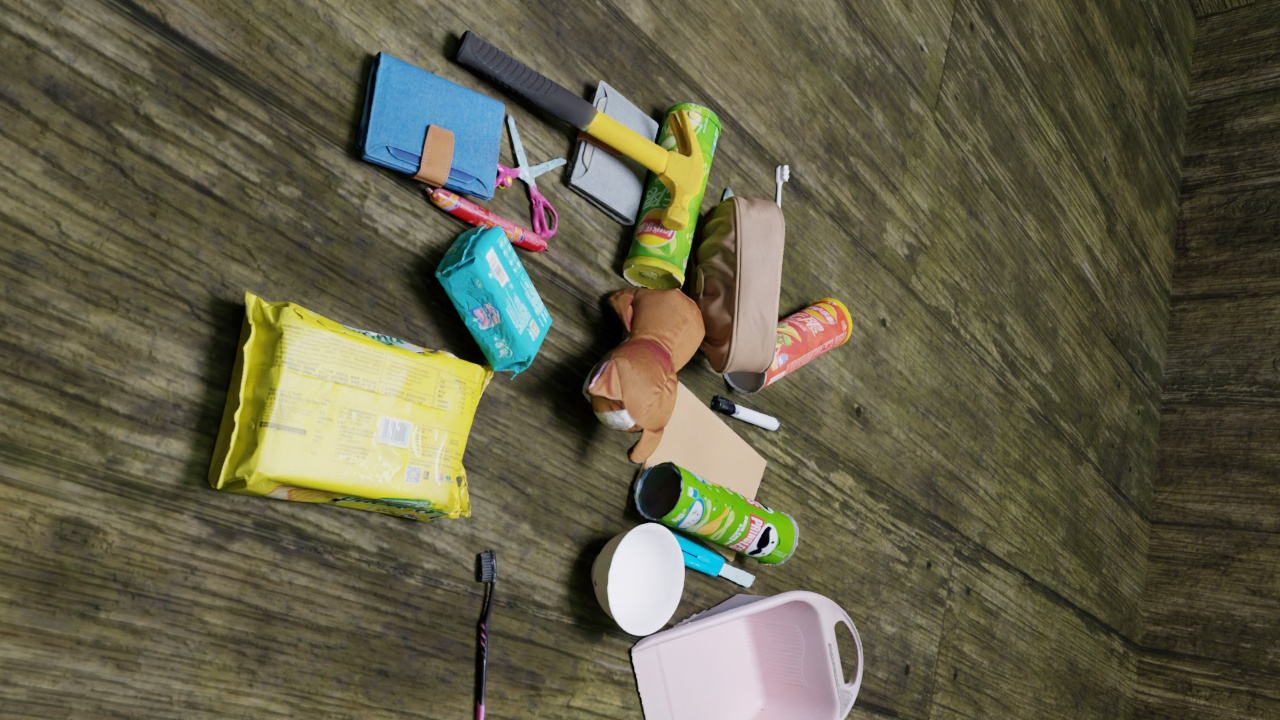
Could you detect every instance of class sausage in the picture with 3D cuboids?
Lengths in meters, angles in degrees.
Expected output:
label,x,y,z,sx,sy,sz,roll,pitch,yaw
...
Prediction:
label,x,y,z,sx,sy,sz,roll,pitch,yaw
sausage,-0.150,-0.138,0.913,0.155,0.020,0.020,22,73,-43

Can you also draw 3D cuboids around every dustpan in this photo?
label,x,y,z,sx,sy,sz,roll,pitch,yaw
dustpan,0.140,0.392,1.101,0.272,0.139,0.222,-26,107,-44

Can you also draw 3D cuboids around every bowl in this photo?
label,x,y,z,sx,sy,sz,roll,pitch,yaw
bowl,-0.014,0.235,1.002,0.118,0.065,0.118,3,86,-45

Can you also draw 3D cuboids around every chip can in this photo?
label,x,y,z,sx,sy,sz,roll,pitch,yaw
chip can,0.096,0.187,1.100,0.236,0.072,0.072,29,68,-41
chip can,0.199,-0.021,1.227,0.216,0.073,0.073,-26,107,-43
chip can,0.039,-0.193,1.070,0.072,0.073,0.221,28,68,-41

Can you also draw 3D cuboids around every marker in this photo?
label,x,y,z,sx,sy,sz,roll,pitch,yaw
marker,0.139,0.069,1.200,0.130,0.018,0.022,20,65,-43

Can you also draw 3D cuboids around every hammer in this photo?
label,x,y,z,sx,sy,sz,roll,pitch,yaw
hammer,-0.054,-0.253,0.958,0.300,0.033,0.128,24,69,-29

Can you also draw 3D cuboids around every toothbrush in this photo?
label,x,y,z,sx,sy,sz,roll,pitch,yaw
toothbrush,0.192,-0.182,1.265,0.016,0.016,0.180,11,81,-43
toothbrush,-0.155,0.280,0.894,0.017,0.014,0.189,7,84,-35

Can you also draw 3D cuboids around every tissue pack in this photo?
label,x,y,z,sx,sy,sz,roll,pitch,yaw
tissue pack,-0.137,-0.057,0.880,0.133,0.050,0.093,62,20,-22

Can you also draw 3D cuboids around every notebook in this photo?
label,x,y,z,sx,sy,sz,roll,pitch,yaw
notebook,0.081,0.141,1.144,0.207,0.008,0.147,41,60,-36

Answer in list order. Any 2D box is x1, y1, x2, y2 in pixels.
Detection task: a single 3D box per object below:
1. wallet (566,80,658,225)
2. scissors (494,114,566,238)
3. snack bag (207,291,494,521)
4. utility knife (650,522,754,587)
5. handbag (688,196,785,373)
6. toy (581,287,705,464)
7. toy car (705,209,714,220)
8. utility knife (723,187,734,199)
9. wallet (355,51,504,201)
label,x,y,z,sx,sy,sz,roll,pitch,yaw
wallet,-0.029,-0.233,1.028,0.106,0.037,0.129,29,68,-42
scissors,-0.120,-0.188,0.949,0.133,0.017,0.134,-32,108,-45
snack bag,-0.235,0.050,0.783,0.246,0.068,0.158,19,75,-45
utility knife,0.079,0.246,1.131,0.218,0.018,0.034,32,66,-41
handbag,0.103,-0.089,1.077,0.099,0.148,0.204,2,96,-17
toy,-0.006,0.006,0.988,0.140,0.131,0.199,50,34,-30
toy car,0.118,-0.147,1.179,0.049,0.031,0.106,-45,121,-36
utility knife,0.146,-0.147,1.219,0.029,0.013,0.176,-45,119,-36
wallet,-0.192,-0.215,0.854,0.133,0.040,0.106,14,76,-36
